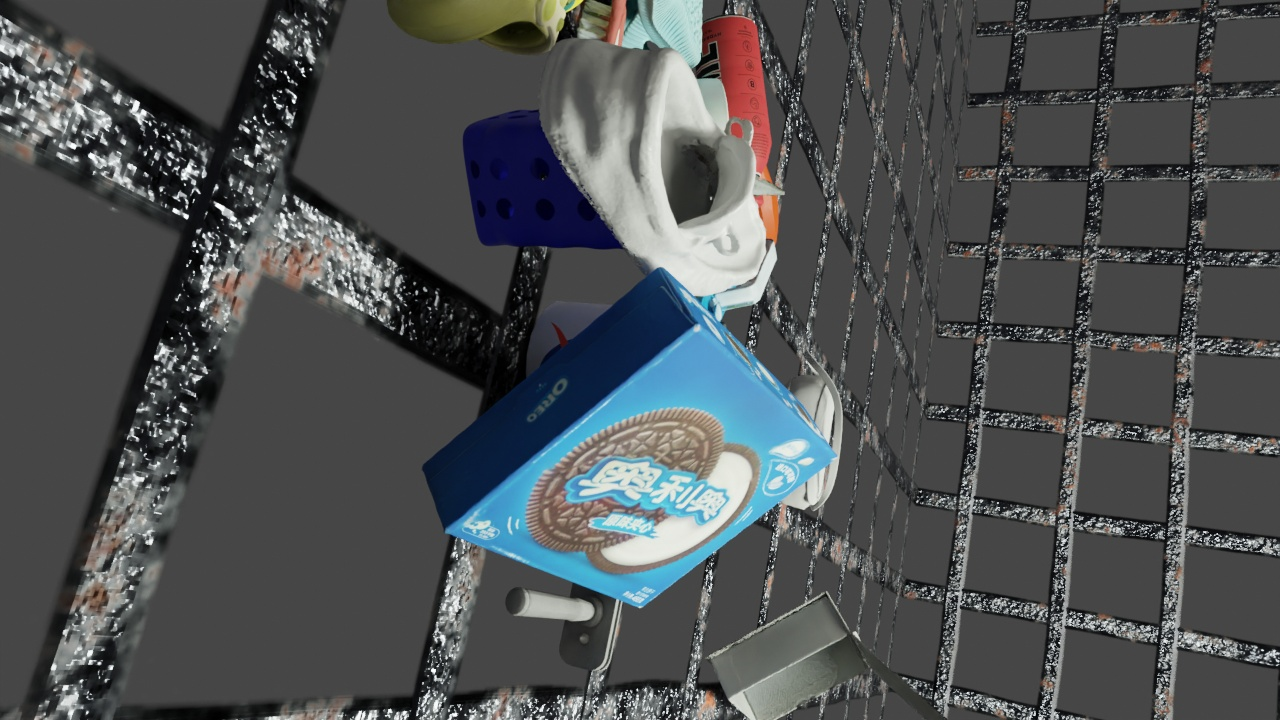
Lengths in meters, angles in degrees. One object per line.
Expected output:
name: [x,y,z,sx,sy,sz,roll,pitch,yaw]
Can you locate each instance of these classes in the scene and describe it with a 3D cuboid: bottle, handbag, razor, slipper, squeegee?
bottle: [0.088,-0.228,0.861,0.062,0.062,0.176,6,76,-65]
handbag: [0.245,0.103,1.277,0.222,0.096,0.215,18,81,-70]
razor: [-0.061,0.189,0.701,0.116,0.047,0.088,31,67,-54]
slipper: [0.028,-0.104,0.530,0.112,0.075,0.246,-65,154,-5]
squeegee: [0.107,-0.193,0.956,0.185,0.055,0.248,62,40,-37]
slipper: [0.007,-0.296,0.696,0.276,0.069,0.116,-32,127,-79]
slipper: [-0.069,-0.219,0.542,0.190,0.092,0.082,-56,145,-41]

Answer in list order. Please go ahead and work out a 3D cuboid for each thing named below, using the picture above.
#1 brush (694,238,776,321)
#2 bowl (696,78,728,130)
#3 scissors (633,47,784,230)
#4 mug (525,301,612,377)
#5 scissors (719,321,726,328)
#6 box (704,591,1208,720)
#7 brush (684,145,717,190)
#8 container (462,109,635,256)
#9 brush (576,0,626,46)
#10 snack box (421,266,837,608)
brush: [0.081,-0.072,0.904,0.055,0.075,0.135,71,34,-40]
bowl: [0.041,-0.189,0.795,0.105,0.054,0.105,176,-89,-82]
scissors: [0.043,-0.170,0.728,0.209,0.015,0.155,-2,107,-31]
mug: [-0.022,0.018,0.685,0.090,0.090,0.121,-41,131,-56]
scissors: [0.090,-0.003,1.004,0.128,0.019,0.139,-33,122,-59]
box: [0.337,0.366,1.035,0.167,0.507,0.148,56,41,-52]
brush: [0.003,-0.128,0.646,0.045,0.143,0.008,52,47,-44]
container: [-0.042,-0.117,0.586,0.084,0.114,0.085,-41,131,-56]
brush: [-0.025,-0.229,0.611,0.172,0.030,0.041,132,-25,-80]
snack box: [0.006,0.068,0.618,0.238,0.196,0.056,38,16,-50]
